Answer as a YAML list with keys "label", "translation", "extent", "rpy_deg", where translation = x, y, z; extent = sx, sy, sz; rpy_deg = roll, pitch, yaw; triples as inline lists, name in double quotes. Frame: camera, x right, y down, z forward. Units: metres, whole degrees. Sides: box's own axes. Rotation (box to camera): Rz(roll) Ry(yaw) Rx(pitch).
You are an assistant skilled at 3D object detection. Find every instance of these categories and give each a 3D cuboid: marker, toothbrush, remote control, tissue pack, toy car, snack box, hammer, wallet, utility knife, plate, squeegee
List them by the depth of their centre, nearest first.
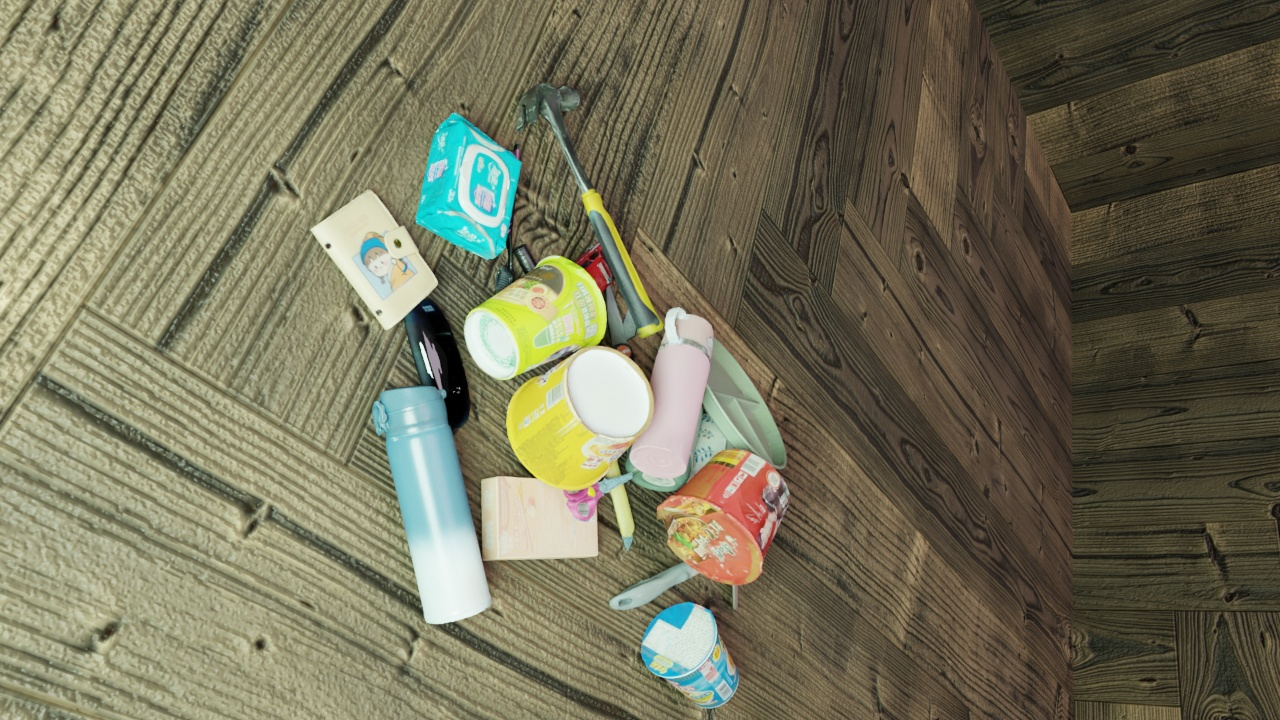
- label: "wallet"
  translation: [-0.249, -0.098, 0.876]
  extent: [0.115, 0.024, 0.087]
  rpy_deg: [56, 45, -18]
- label: "remote control"
  translation: [-0.199, 0.004, 0.914]
  extent: [0.053, 0.024, 0.136]
  rpy_deg: [-23, 100, -52]
- label: "tissue pack"
  translation: [-0.178, -0.183, 0.967]
  extent: [0.093, 0.050, 0.133]
  rpy_deg: [28, 60, -45]
- label: "snack box"
  translation: [-0.106, 0.171, 0.989]
  extent: [0.157, 0.026, 0.084]
  rpy_deg: [13, 70, -50]
- label: "toothbrush"
  translation: [-0.148, -0.162, 1.031]
  extent: [0.017, 0.014, 0.189]
  rpy_deg: [16, 68, -39]
- label: "marker"
  translation: [-0.108, -0.073, 1.056]
  extent: [0.132, 0.020, 0.022]
  rpy_deg: [62, 18, -20]
- label: "hammer"
  translation: [-0.055, -0.177, 1.086]
  extent: [0.125, 0.032, 0.323]
  rpy_deg: [-27, 93, -59]
- label: "utility knife"
  translation: [-0.030, 0.149, 1.101]
  extent: [0.030, 0.018, 0.166]
  rpy_deg: [-25, 99, -47]
- label: "toy car"
  translation: [-0.059, -0.101, 1.105]
  extent: [0.053, 0.045, 0.120]
  rpy_deg: [63, 38, -22]
- label: "squeegee"
  translation: [0.059, 0.256, 1.144]
  extent: [0.248, 0.040, 0.248]
  rpy_deg: [-20, 116, -43]
- label: "plate"
  translation: [0.123, 0.052, 1.238]
  extent: [0.230, 0.027, 0.229]
  rpy_deg: [49, 18, -22]

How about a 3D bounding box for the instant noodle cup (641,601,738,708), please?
- label: "instant noodle cup"
  translation: [0.069, 0.366, 1.117]
  extent: [0.110, 0.099, 0.099]
  rpy_deg: [58, 42, -35]

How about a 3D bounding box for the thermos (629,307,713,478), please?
- label: "thermos"
  translation: [0.037, 0.030, 1.059]
  extent: [0.087, 0.067, 0.198]
  rpy_deg: [57, 39, -44]

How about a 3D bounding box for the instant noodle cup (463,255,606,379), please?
- label: "instant noodle cup"
  translation: [-0.116, -0.039, 0.972]
  extent: [0.123, 0.112, 0.112]
  rpy_deg: [-33, 107, -43]

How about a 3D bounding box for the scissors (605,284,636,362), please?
- label: "scissors"
  translation: [-0.033, 0.006, 1.104]
  extent: [0.189, 0.022, 0.229]
  rpy_deg: [-22, 71, -24]

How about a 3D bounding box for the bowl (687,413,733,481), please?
- label: "bowl"
  translation: [0.105, 0.125, 1.244]
  extent: [0.113, 0.062, 0.113]
  rpy_deg: [14, 72, -50]

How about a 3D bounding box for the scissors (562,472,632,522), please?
- label: "scissors"
  translation: [-0.045, 0.144, 1.042]
  extent: [0.133, 0.017, 0.056]
  rpy_deg: [-15, 76, -57]

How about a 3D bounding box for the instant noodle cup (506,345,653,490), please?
- label: "instant noodle cup"
  translation: [-0.058, 0.055, 0.977]
  extent: [0.138, 0.110, 0.137]
  rpy_deg: [17, 56, -27]

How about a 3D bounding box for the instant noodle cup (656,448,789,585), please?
- label: "instant noodle cup"
  translation: [0.107, 0.179, 1.083]
  extent: [0.108, 0.138, 0.138]
  rpy_deg: [-47, 118, -38]

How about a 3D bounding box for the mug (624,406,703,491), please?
- label: "mug"
  translation: [0.030, 0.108, 1.146]
  extent: [0.112, 0.082, 0.106]
  rpy_deg: [79, 21, -59]

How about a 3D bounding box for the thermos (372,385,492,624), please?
- label: "thermos"
  translation: [-0.195, 0.131, 0.857]
  extent: [0.070, 0.070, 0.220]
  rpy_deg: [-16, 93, -52]
